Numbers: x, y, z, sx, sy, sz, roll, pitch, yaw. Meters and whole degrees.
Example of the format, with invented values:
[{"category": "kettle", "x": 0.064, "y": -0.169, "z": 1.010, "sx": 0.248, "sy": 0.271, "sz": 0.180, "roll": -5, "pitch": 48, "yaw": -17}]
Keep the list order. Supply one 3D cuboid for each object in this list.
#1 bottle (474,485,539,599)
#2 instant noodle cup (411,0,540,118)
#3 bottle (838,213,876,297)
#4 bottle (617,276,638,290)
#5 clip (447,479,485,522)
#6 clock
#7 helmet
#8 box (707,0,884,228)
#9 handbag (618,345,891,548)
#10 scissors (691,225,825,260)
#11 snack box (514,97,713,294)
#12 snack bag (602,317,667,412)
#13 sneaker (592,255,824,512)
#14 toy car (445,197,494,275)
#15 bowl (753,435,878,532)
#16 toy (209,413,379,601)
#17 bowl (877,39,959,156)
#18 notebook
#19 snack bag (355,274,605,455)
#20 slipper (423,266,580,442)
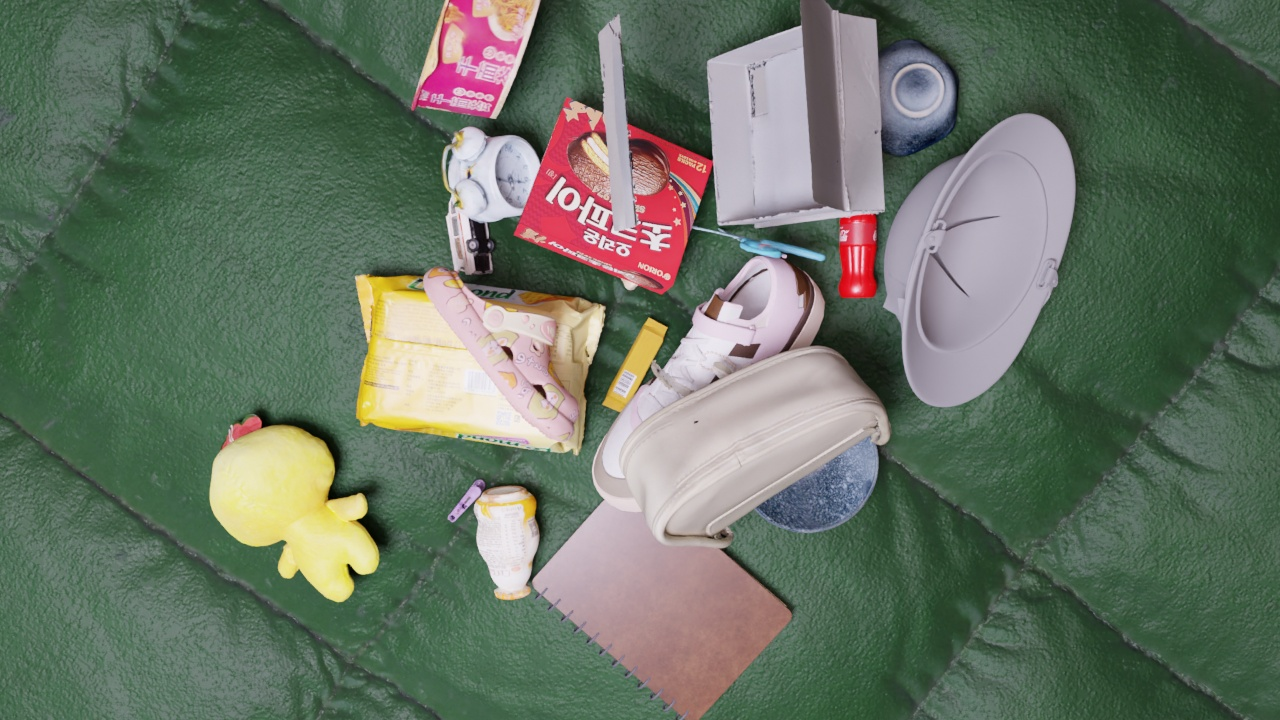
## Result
[{"category": "bottle", "x": -0.133, "y": 0.184, "z": 0.925, "sx": 0.063, "sy": 0.063, "sz": 0.109, "roll": -4, "pitch": 95, "yaw": 1}, {"category": "instant noodle cup", "x": -0.144, "y": -0.299, "z": 0.836, "sx": 0.077, "sy": 0.178, "sz": 0.179, "roll": 18, "pitch": 95, "yaw": -18}, {"category": "bottle", "x": 0.214, "y": -0.122, "z": 0.903, "sx": 0.036, "sy": 0.036, "sz": 0.119, "roll": -1, "pitch": 95, "yaw": 1}, {"category": "bottle", "x": -0.032, "y": -0.120, "z": 0.905, "sx": 0.044, "sy": 0.044, "sz": 0.109, "roll": -42, "pitch": 93, "yaw": 4}, {"category": "clip", "x": -0.179, "y": 0.145, "z": 0.942, "sx": 0.013, "sy": 0.032, "sz": 0.051, "roll": 41, "pitch": 97, "yaw": -4}, {"category": "clock", "x": -0.145, "y": -0.174, "z": 0.865, "sx": 0.057, "sy": 0.117, "sz": 0.083, "roll": 2, "pitch": 94, "yaw": 35}, {"category": "helmet", "x": 0.291, "y": -0.100, "z": 0.870, "sx": 0.183, "sy": 0.118, "sz": 0.271, "roll": 11, "pitch": 103, "yaw": -31}, {"category": "box", "x": 0.115, "y": -0.198, "z": 0.746, "sx": 0.165, "sy": 0.329, "sz": 0.167, "roll": -4, "pitch": 95, "yaw": 14}, {"category": "handbag", "x": 0.098, "y": 0.066, "z": 0.818, "sx": 0.229, "sy": 0.184, "sz": 0.132, "roll": -32, "pitch": 55, "yaw": 4}, {"category": "scissors", "x": 0.119, "y": -0.110, "z": 0.868, "sx": 0.129, "sy": 0.135, "sz": 0.015, "roll": 7, "pitch": 110, "yaw": -22}, {"category": "snack box", "x": -0.024, "y": -0.155, "z": 0.871, "sx": 0.152, "sy": 0.036, "sz": 0.132, "roll": 21, "pitch": 76, "yaw": -11}, {"category": "snack bag", "x": -0.005, "y": 0.005, "z": 0.927, "sx": 0.026, "sy": 0.020, "sz": 0.099, "roll": 27, "pitch": 95, "yaw": -6}, {"category": "sneaker", "x": 0.050, "y": 0.018, "z": 0.860, "sx": 0.294, "sy": 0.116, "sz": 0.111, "roll": -46, "pitch": 54, "yaw": 4}, {"category": "toy car", "x": -0.174, "y": -0.140, "z": 0.911, "sx": 0.039, "sy": 0.039, "sz": 0.113, "roll": -8, "pitch": 95, "yaw": 23}, {"category": "bowl", "x": 0.162, "y": 0.098, "z": 0.914, "sx": 0.137, "sy": 0.057, "sz": 0.137, "roll": 0, "pitch": 95, "yaw": 1}, {"category": "toy", "x": -0.348, "y": 0.146, "z": 0.912, "sx": 0.134, "sy": 0.092, "sz": 0.207, "roll": -44, "pitch": 95, "yaw": 7}, {"category": "bowl", "x": 0.259, "y": -0.255, "z": 0.881, "sx": 0.110, "sy": 0.055, "sz": 0.110, "roll": 0, "pitch": 96, "yaw": 2}, {"category": "notebook", "x": 0.019, "y": 0.248, "z": 0.948, "sx": 0.225, "sy": 0.024, "sz": 0.167, "roll": 42, "pitch": 93, "yaw": -2}, {"category": "snack bag", "x": -0.166, "y": 0.004, "z": 0.907, "sx": 0.247, "sy": 0.068, "sz": 0.159, "roll": 7, "pitch": 96, "yaw": 1}, {"category": "slipper", "x": -0.112, "y": -0.017, "z": 0.828, "sx": 0.081, "sy": 0.093, "sz": 0.197, "roll": -40, "pitch": 93, "yaw": -7}]
